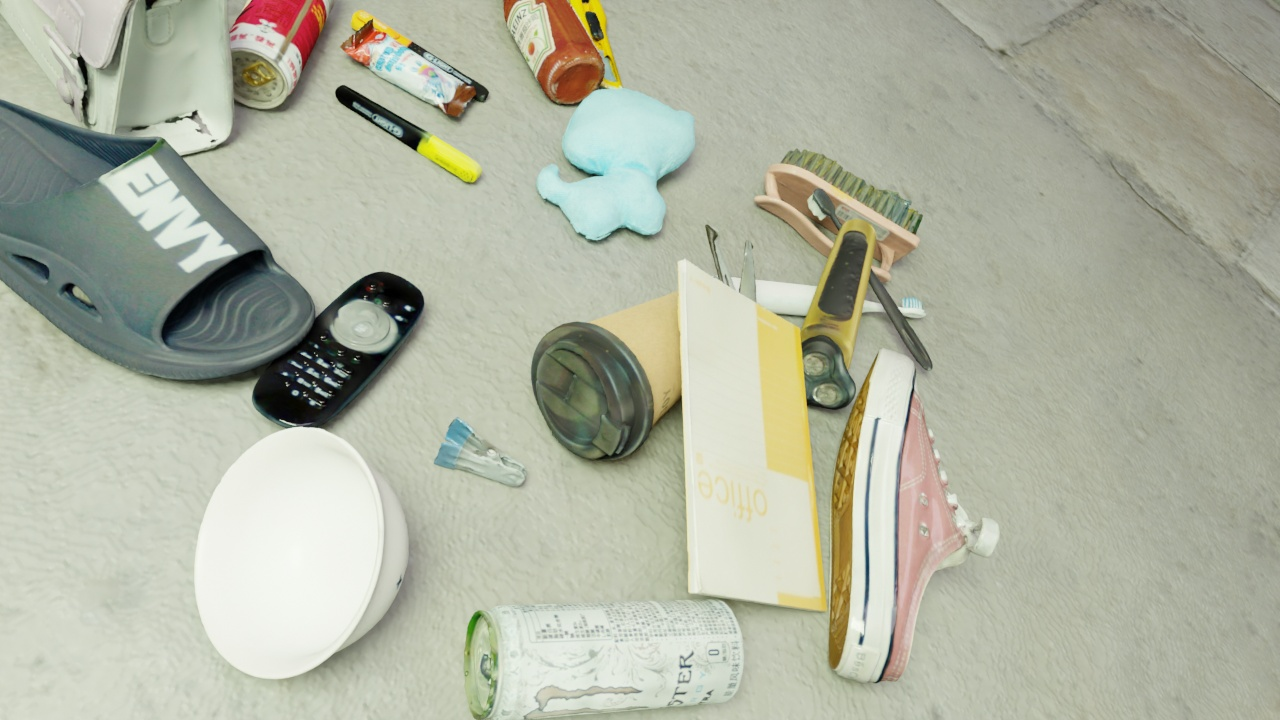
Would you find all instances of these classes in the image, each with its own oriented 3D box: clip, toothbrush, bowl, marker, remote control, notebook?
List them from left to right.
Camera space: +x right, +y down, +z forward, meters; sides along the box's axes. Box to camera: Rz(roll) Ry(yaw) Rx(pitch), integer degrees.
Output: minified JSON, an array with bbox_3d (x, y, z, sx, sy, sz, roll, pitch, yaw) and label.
[{"bbox_3d":[-0.157,0.098,0.463,0.064,0.118,0.118,32,30,-61],"label":"bowl"},{"bbox_3d":[-0.182,-0.005,0.562,0.053,0.024,0.136,29,47,3],"label":"remote control"},{"bbox_3d":[-0.176,-0.171,0.693,0.124,0.018,0.015,31,43,-3],"label":"marker"},{"bbox_3d":[-0.180,-0.249,0.752,0.124,0.015,0.018,30,52,-7],"label":"marker"},{"bbox_3d":[-0.096,0.061,0.561,0.058,0.027,0.044,28,41,-12],"label":"clip"},{"bbox_3d":[0.072,0.052,0.591,0.145,0.010,0.206,23,58,-46],"label":"notebook"},{"bbox_3d":[0.153,-0.049,0.769,0.220,0.027,0.026,3,72,-26],"label":"toothbrush"},{"bbox_3d":[0.195,-0.068,0.777,0.015,0.018,0.181,-27,81,-35],"label":"toothbrush"}]

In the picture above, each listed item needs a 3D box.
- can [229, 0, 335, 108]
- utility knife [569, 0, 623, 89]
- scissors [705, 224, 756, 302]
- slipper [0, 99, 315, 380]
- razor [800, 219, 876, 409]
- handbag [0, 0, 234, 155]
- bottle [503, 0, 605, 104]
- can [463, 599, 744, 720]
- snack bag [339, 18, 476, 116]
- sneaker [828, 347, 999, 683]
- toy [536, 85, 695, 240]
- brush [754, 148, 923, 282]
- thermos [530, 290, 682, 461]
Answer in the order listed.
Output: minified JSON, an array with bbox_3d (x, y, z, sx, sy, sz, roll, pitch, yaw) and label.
[{"bbox_3d":[-0.267,-0.246,0.678,0.053,0.053,0.132,17,50,-16],"label":"can"},{"bbox_3d":[-0.038,-0.295,0.859,0.033,0.015,0.177,0,57,-25],"label":"utility knife"},{"bbox_3d":[0.073,0.017,0.629,0.189,0.015,0.223,54,41,-22],"label":"scissors"},{"bbox_3d":[-0.311,-0.085,0.514,0.268,0.084,0.110,31,47,1],"label":"slipper"},{"bbox_3d":[0.154,-0.042,0.721,0.062,0.068,0.167,14,62,16],"label":"razor"},{"bbox_3d":[-0.344,-0.239,0.571,0.197,0.145,0.098,48,46,12],"label":"handbag"},{"bbox_3d":[-0.097,-0.318,0.818,0.059,0.060,0.206,-12,63,-34],"label":"bottle"},{"bbox_3d":[-0.018,0.162,0.502,0.146,0.058,0.058,5,54,-25],"label":"can"},{"bbox_3d":[-0.183,-0.229,0.728,0.105,0.026,0.045,30,45,-7],"label":"snack bag"},{"bbox_3d":[0.181,0.102,0.620,0.088,0.118,0.240,11,56,2],"label":"sneaker"},{"bbox_3d":[-0.016,-0.169,0.756,0.161,0.050,0.156,-11,69,-24],"label":"toy"},{"bbox_3d":[0.175,-0.131,0.823,0.145,0.063,0.073,30,78,-3],"label":"brush"},{"bbox_3d":[-0.004,0.004,0.612,0.093,0.093,0.142,47,41,11],"label":"thermos"}]
